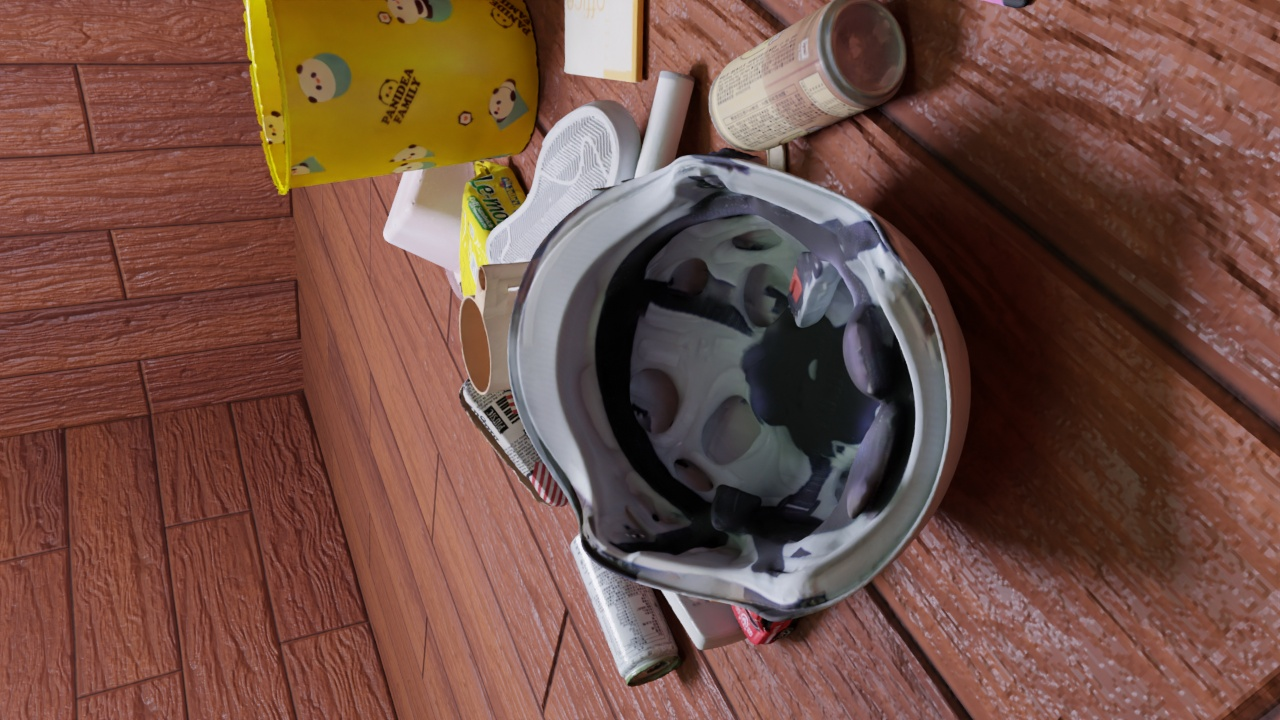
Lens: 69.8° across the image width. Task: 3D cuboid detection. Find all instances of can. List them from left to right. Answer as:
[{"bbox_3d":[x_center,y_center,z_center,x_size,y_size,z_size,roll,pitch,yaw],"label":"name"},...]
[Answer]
[{"bbox_3d":[-0.015,0.226,0.865,0.146,0.058,0.058,63,149,30],"label":"can"},{"bbox_3d":[0.091,-0.158,0.517,0.116,0.058,0.058,-3,96,64],"label":"can"}]

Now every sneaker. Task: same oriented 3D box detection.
[{"bbox_3d":[-0.048,-0.137,0.783,0.089,0.090,0.243,60,145,5],"label":"sneaker"}]

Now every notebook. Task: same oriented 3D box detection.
[{"bbox_3d":[-0.032,-0.340,0.756,0.146,0.010,0.206,35,129,55],"label":"notebook"}]

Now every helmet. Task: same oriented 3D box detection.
[{"bbox_3d":[0.062,0.009,0.507,0.259,0.145,0.229,16,99,39],"label":"helmet"}]

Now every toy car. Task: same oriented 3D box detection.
[{"bbox_3d":[0.092,0.156,0.642,0.121,0.045,0.053,106,146,-45],"label":"toy car"}]

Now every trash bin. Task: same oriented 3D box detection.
[{"bbox_3d":[-0.257,-0.296,0.947,0.230,0.254,0.230,32,127,56],"label":"trash bin"}]

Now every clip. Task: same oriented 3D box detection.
[{"bbox_3d":[0.073,-0.086,0.588,0.034,0.066,0.099,13,121,63],"label":"clip"}]

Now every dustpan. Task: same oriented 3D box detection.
[{"bbox_3d":[-0.246,-0.226,1.232,0.223,0.138,0.273,-10,62,65],"label":"dustpan"}]

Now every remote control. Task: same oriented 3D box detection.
[{"bbox_3d":[0.037,0.164,0.737,0.150,0.058,0.021,52,140,43],"label":"remote control"}]

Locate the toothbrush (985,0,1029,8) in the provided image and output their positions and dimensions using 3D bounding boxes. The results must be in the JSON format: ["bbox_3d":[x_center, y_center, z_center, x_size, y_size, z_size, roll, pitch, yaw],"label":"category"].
[{"bbox_3d":[0.129,-0.209,0.478,0.189,0.017,0.014,45,138,45],"label":"toothbrush"}]

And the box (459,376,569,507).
[{"bbox_3d":[-0.119,0.077,0.919,0.163,0.076,0.087,54,-176,-2],"label":"box"}]

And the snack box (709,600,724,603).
[{"bbox_3d":[0.067,0.081,0.625,0.075,0.026,0.153,129,147,-58],"label":"snack box"}]

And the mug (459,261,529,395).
[{"bbox_3d":[-0.089,-0.035,0.768,0.084,0.103,0.125,59,147,37],"label":"mug"}]

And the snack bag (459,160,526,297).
[{"bbox_3d":[-0.152,-0.091,1.021,0.246,0.068,0.158,63,149,33],"label":"snack bag"}]

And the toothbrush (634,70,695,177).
[{"bbox_3d":[0.001,-0.102,0.685,0.027,0.026,0.221,32,110,61],"label":"toothbrush"}]

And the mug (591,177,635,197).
[{"bbox_3d":[0.017,-0.072,0.626,0.084,0.123,0.103,11,112,43],"label":"mug"}]
